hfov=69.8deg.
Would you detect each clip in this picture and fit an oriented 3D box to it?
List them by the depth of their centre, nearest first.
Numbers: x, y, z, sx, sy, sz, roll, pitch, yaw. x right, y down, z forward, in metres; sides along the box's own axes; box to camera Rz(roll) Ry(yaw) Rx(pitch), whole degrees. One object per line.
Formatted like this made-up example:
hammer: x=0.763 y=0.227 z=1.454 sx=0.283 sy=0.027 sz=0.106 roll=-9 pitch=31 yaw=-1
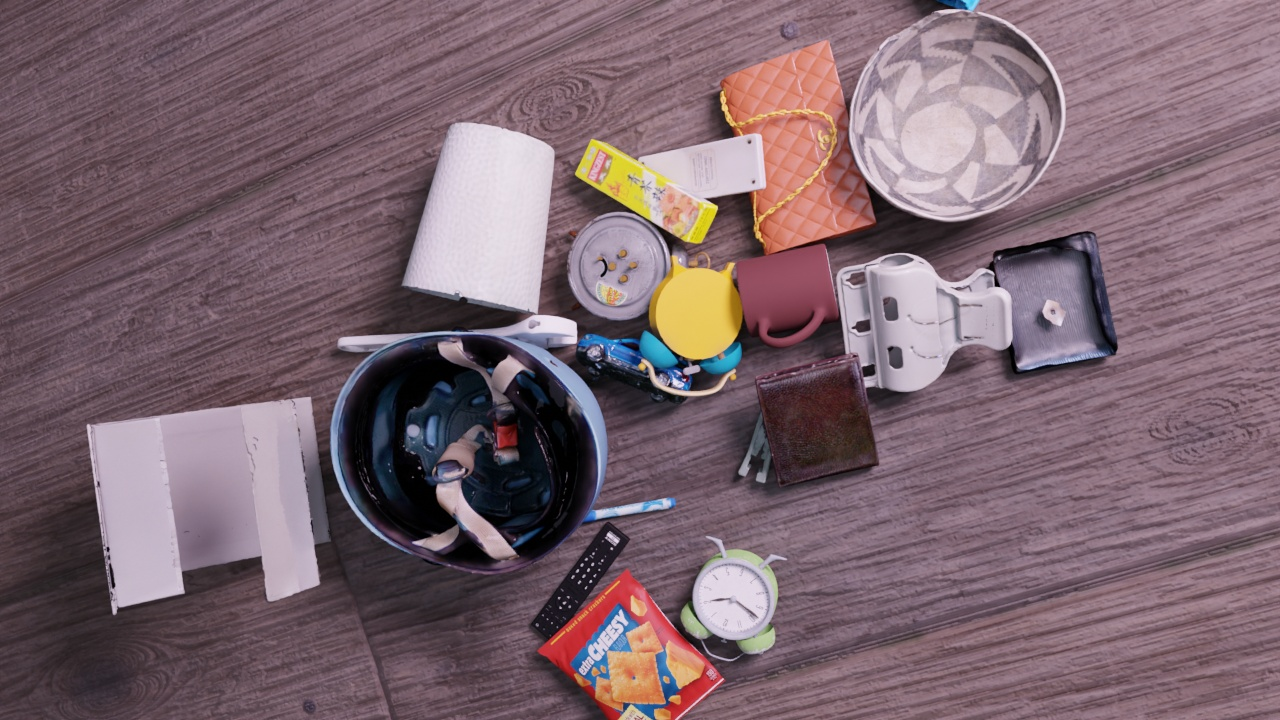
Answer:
clip: x=0.254 y=-0.036 z=0.822 sx=0.144 sy=0.075 sz=0.125 roll=-7 pitch=119 yaw=11
clip: x=0.121 y=0.080 z=0.893 sx=0.045 sy=0.023 sz=0.076 roll=19 pitch=98 yaw=10

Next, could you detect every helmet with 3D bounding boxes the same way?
helmet: x=-0.155 y=0.084 z=0.881 sx=0.266 sy=0.166 sz=0.225 roll=10 pitch=92 yaw=10

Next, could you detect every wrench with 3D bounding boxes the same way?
wrench: x=-0.192 y=-0.023 z=0.944 sx=0.274 sy=0.066 sz=0.018 roll=-3 pitch=76 yaw=17

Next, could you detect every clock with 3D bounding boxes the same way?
clock: x=0.050 y=-0.031 z=0.861 sx=0.099 sy=0.044 sz=0.129 roll=6 pitch=94 yaw=-15
clock: x=0.092 y=0.235 z=0.896 sx=0.094 sy=0.042 sz=0.119 roll=16 pitch=95 yaw=13
clock: x=-0.004 y=-0.092 z=0.897 sx=0.148 sy=0.056 sz=0.104 roll=-1 pitch=93 yaw=15

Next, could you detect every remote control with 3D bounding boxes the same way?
remote control: x=0.056 y=-0.179 z=0.873 sx=0.136 sy=0.011 sz=0.050 roll=-2 pitch=96 yaw=38
remote control: x=-0.062 y=0.229 z=0.947 sx=0.030 sy=0.009 sz=0.140 roll=37 pitch=100 yaw=9

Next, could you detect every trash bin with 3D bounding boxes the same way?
trash bin: x=-0.150 y=-0.137 z=0.895 sx=0.133 sy=0.133 sz=0.161 roll=11 pitch=90 yaw=12

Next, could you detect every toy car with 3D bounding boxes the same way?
toy car: x=-0.005 y=0.005 z=0.904 sx=0.120 sy=0.056 sz=0.043 roll=20 pitch=72 yaw=6

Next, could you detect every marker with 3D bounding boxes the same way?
marker: x=-0.033 y=0.156 z=0.936 sx=0.142 sy=0.013 sz=0.013 roll=-11 pitch=90 yaw=13

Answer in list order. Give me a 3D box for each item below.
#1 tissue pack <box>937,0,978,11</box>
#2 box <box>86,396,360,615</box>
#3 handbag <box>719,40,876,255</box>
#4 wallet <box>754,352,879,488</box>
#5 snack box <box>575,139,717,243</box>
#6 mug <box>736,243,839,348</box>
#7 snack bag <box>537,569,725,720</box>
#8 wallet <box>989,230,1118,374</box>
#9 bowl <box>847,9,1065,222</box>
tissue pack: x=0.258 y=-0.419 z=0.817 sx=0.117 sy=0.066 sz=0.209 roll=-44 pitch=84 yaw=10
box: x=-0.409 y=0.128 z=0.959 sx=0.172 sy=0.379 sz=0.167 roll=-7 pitch=91 yaw=29
handbag: x=0.145 y=-0.195 z=0.858 sx=0.109 sy=0.060 sz=0.172 roll=-15 pitch=89 yaw=17
wallet: x=0.165 y=0.057 z=0.856 sx=0.099 sy=0.031 sz=0.120 roll=-15 pitch=115 yaw=5
snack box: x=0.004 y=-0.163 z=0.883 sx=0.148 sy=0.028 sz=0.040 roll=35 pitch=110 yaw=25
mug: x=0.137 y=-0.053 z=0.845 sx=0.083 sy=0.105 sz=0.073 roll=-11 pitch=134 yaw=13
snack bag: x=-0.010 y=0.305 z=0.924 sx=0.131 sy=0.039 sz=0.144 roll=-44 pitch=83 yaw=11
wallet: x=0.370 y=-0.051 z=0.827 sx=0.089 sy=0.026 sz=0.115 roll=-12 pitch=90 yaw=13
bowl: x=0.272 y=-0.207 z=0.814 sx=0.178 sy=0.081 sz=0.178 roll=0 pitch=90 yaw=10
